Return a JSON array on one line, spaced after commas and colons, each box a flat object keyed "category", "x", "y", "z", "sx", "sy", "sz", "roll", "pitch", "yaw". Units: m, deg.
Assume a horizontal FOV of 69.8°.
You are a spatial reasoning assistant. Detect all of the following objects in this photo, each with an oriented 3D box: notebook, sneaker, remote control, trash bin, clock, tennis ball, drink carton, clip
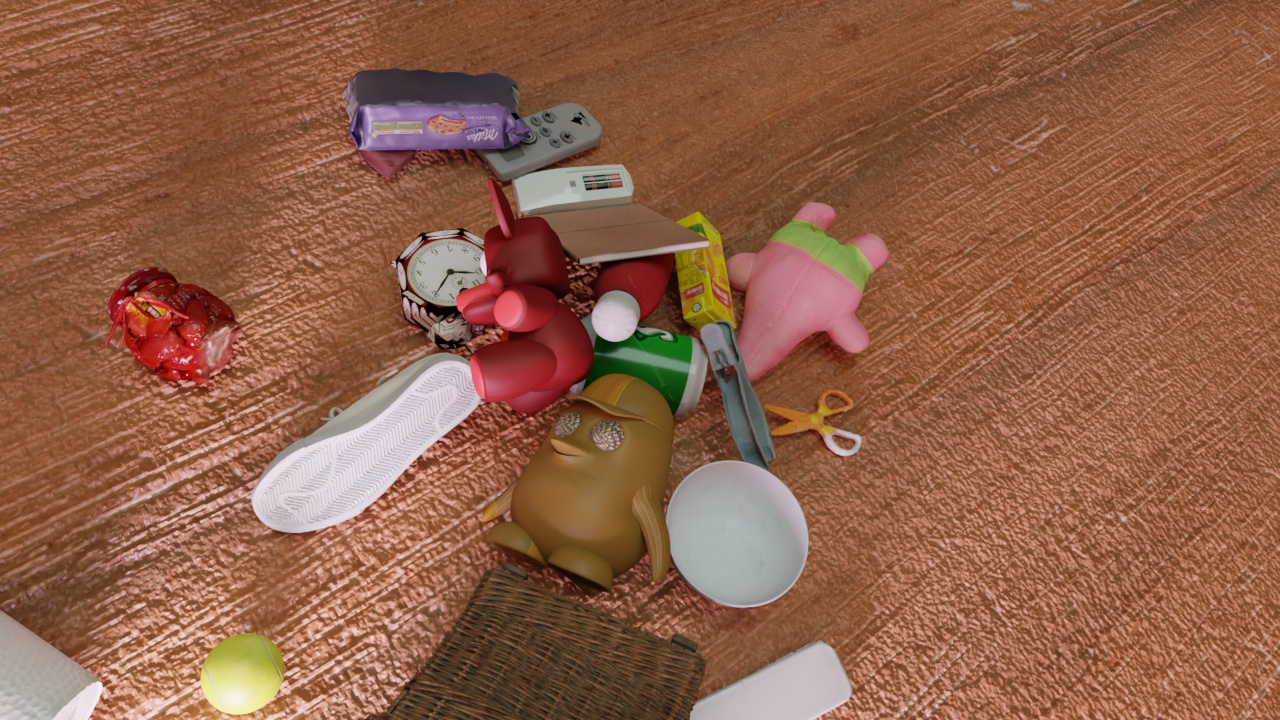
[{"category": "notebook", "x": -0.031, "y": -0.141, "z": 0.998, "sx": 0.141, "sy": 0.209, "sz": 0.008, "roll": -10, "pitch": 112, "yaw": -18}, {"category": "sneaker", "x": -0.260, "y": 0.075, "z": 0.889, "sx": 0.242, "sy": 0.091, "sz": 0.089, "roll": -37, "pitch": 107, "yaw": -8}, {"category": "remote control", "x": -0.121, "y": -0.268, "z": 1.106, "sx": 0.150, "sy": 0.019, "sz": 0.074, "roll": -27, "pitch": 62, "yaw": -24}, {"category": "trash bin", "x": -0.523, "y": 0.255, "z": 0.707, "sx": 0.161, "sy": 0.134, "sz": 0.133, "roll": 31, "pitch": 61, "yaw": -3}, {"category": "clock", "x": -0.189, "y": -0.063, "z": 0.970, "sx": 0.114, "sy": 0.065, "sz": 0.154, "roll": -31, "pitch": 68, "yaw": -25}, {"category": "tennis ball", "x": -0.337, "y": 0.265, "z": 0.778, "sx": 0.065, "sy": 0.065, "sz": 0.065, "roll": 5, "pitch": 64, "yaw": -11}, {"category": "remote control", "x": -0.077, "y": -0.206, "z": 1.091, "sx": 0.143, "sy": 0.024, "sz": 0.049, "roll": -8, "pitch": 67, "yaw": -17}, {"category": "drink carton", "x": 0.070, "y": -0.096, "z": 1.044, "sx": 0.043, "sy": 0.058, "sz": 0.134, "roll": -22, "pitch": 57, "yaw": 25}, {"category": "clip", "x": 0.098, "y": 0.038, "z": 0.948, "sx": 0.028, "sy": 0.127, "sz": 0.167, "roll": -20, "pitch": 94, "yaw": 16}]

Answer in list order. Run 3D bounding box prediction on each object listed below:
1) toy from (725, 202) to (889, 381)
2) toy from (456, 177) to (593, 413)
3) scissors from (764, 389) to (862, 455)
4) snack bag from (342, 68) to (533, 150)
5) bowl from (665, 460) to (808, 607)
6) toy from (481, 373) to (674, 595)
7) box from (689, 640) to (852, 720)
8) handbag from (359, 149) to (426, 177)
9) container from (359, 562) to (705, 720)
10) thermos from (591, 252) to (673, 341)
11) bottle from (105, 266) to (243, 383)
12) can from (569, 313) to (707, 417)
[{"category": "toy", "x": 0.176, "y": -0.067, "z": 1.053, "sx": 0.192, "sy": 0.097, "sz": 0.236, "roll": 34, "pitch": 76, "yaw": 13}, {"category": "toy", "x": -0.114, "y": -0.055, "z": 0.879, "sx": 0.120, "sy": 0.158, "sz": 0.197, "roll": -12, "pitch": 79, "yaw": 9}, {"category": "scissors", "x": 0.194, "y": 0.077, "z": 1.019, "sx": 0.132, "sy": 0.012, "sz": 0.096, "roll": -13, "pitch": 71, "yaw": -30}, {"category": "snack bag", "x": -0.233, "y": -0.291, "z": 1.055, "sx": 0.205, "sy": 0.059, "sz": 0.096, "roll": -6, "pitch": 50, "yaw": -18}, {"category": "bowl", "x": 0.086, "y": 0.180, "z": 0.916, "sx": 0.144, "sy": 0.074, "sz": 0.143, "roll": 5, "pitch": 64, "yaw": -11}, {"category": "toy", "x": -0.040, "y": 0.105, "z": 0.869, "sx": 0.199, "sy": 0.162, "sz": 0.203, "roll": 14, "pitch": 68, "yaw": 28}, {"category": "box", "x": 0.105, "y": 0.335, "z": 0.874, "sx": 0.209, "sy": 0.033, "sz": 0.064, "roll": -19, "pitch": 71, "yaw": -20}, {"category": "handbag", "x": -0.266, "y": -0.259, "z": 1.073, "sx": 0.055, "sy": 0.029, "sz": 0.119, "roll": 42, "pitch": 58, "yaw": 13}, {"category": "container", "x": -0.074, "y": 0.301, "z": 0.762, "sx": 0.250, "sy": 0.163, "sz": 0.182, "roll": 22, "pitch": 52, "yaw": 9}, {"category": "thermos", "x": -0.011, "y": -0.076, "z": 0.947, "sx": 0.073, "sy": 0.073, "sz": 0.239, "roll": 23, "pitch": 22, "yaw": -2}, {"category": "bottle", "x": -0.448, "y": -0.032, "z": 0.878, "sx": 0.111, "sy": 0.099, "sz": 0.098, "roll": 37, "pitch": 62, "yaw": 11}, {"category": "can", "x": -0.006, "y": 0.006, "z": 0.971, "sx": 0.140, "sy": 0.088, "sz": 0.087, "roll": 13, "pitch": 62, "yaw": -7}]
